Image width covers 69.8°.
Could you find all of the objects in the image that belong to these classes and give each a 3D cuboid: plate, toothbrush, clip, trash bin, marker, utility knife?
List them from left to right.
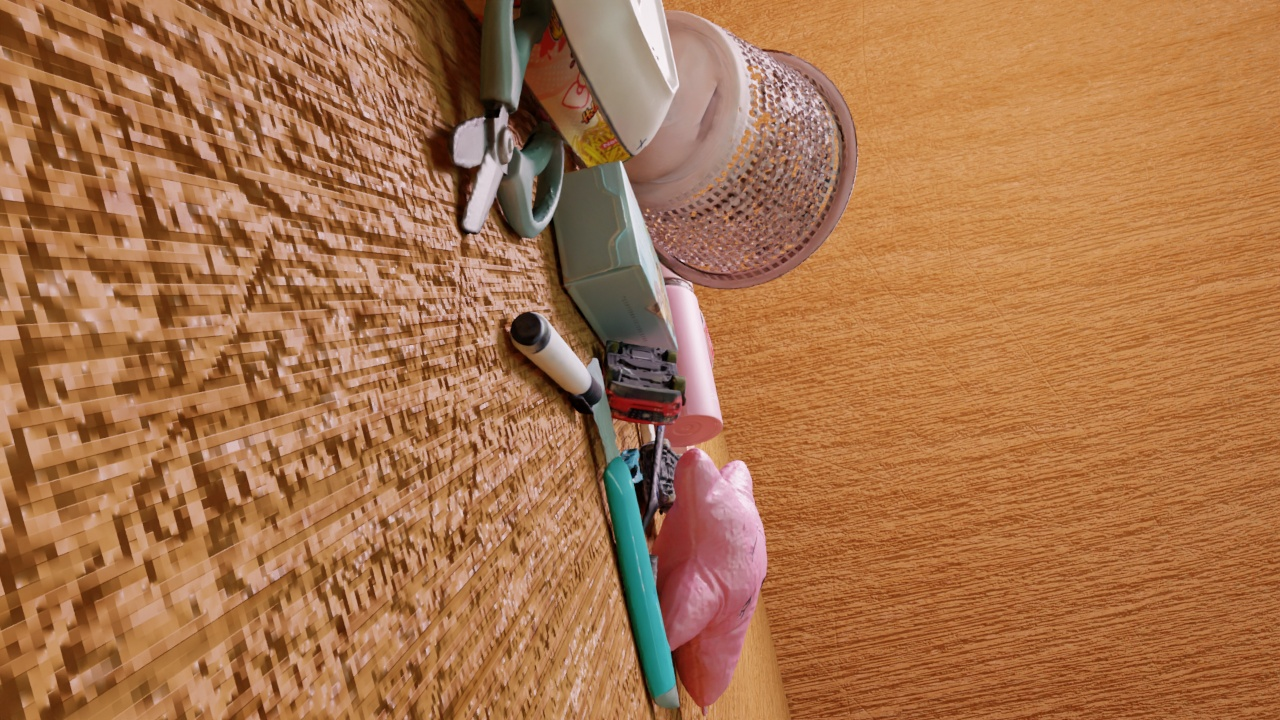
[{"bbox_3d":[-0.038,0.004,0.443,0.131,0.018,0.022,57,30,-74],"label":"marker"},{"bbox_3d":[-0.022,-0.237,0.502,0.162,0.034,0.265,52,25,-57],"label":"plate"},{"bbox_3d":[-0.007,0.071,0.600,0.057,0.014,0.048,-27,106,-85],"label":"clip"},{"bbox_3d":[-0.006,0.101,0.526,0.029,0.013,0.209,-12,91,-58],"label":"utility knife"},{"bbox_3d":[-0.005,0.004,0.771,0.016,0.017,0.187,70,11,-65],"label":"toothbrush"},{"bbox_3d":[0.011,0.082,0.611,0.189,0.016,0.014,-79,172,-52],"label":"toothbrush"},{"bbox_3d":[0.049,-0.186,0.776,0.192,0.228,0.227,10,65,-62],"label":"trash bin"}]

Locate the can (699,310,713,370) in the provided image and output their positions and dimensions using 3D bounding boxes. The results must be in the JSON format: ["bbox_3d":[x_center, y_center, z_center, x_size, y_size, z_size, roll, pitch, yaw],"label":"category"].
[{"bbox_3d":[0.044,-0.016,1.007,0.094,0.066,0.066,66,12,-59],"label":"can"}]

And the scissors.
[{"bbox_3d":[-0.059,-0.122,0.408,0.177,0.019,0.169,-59,151,-74],"label":"scissors"}]

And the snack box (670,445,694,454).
[{"bbox_3d":[0.040,0.089,0.933,0.157,0.026,0.084,-94,170,-53],"label":"snack box"}]

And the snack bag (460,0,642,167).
[{"bbox_3d":[-0.053,-0.200,0.538,0.208,0.073,0.128,54,36,-66],"label":"snack bag"}]

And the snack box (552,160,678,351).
[{"bbox_3d":[-0.015,-0.060,0.629,0.175,0.052,0.074,61,18,-71],"label":"snack box"}]

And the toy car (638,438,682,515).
[{"bbox_3d":[0.017,0.091,0.692,0.105,0.031,0.049,48,33,-69],"label":"toy car"}]

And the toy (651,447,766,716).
[{"bbox_3d":[0.051,0.155,0.646,0.194,0.075,0.178,34,61,-70],"label":"toy"}]

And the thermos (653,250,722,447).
[{"bbox_3d":[0.033,-0.013,0.898,0.087,0.067,0.198,57,19,-55],"label":"thermos"}]

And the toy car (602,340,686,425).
[{"bbox_3d":[0.000,0.018,0.589,0.120,0.053,0.045,-95,-167,-79],"label":"toy car"}]
